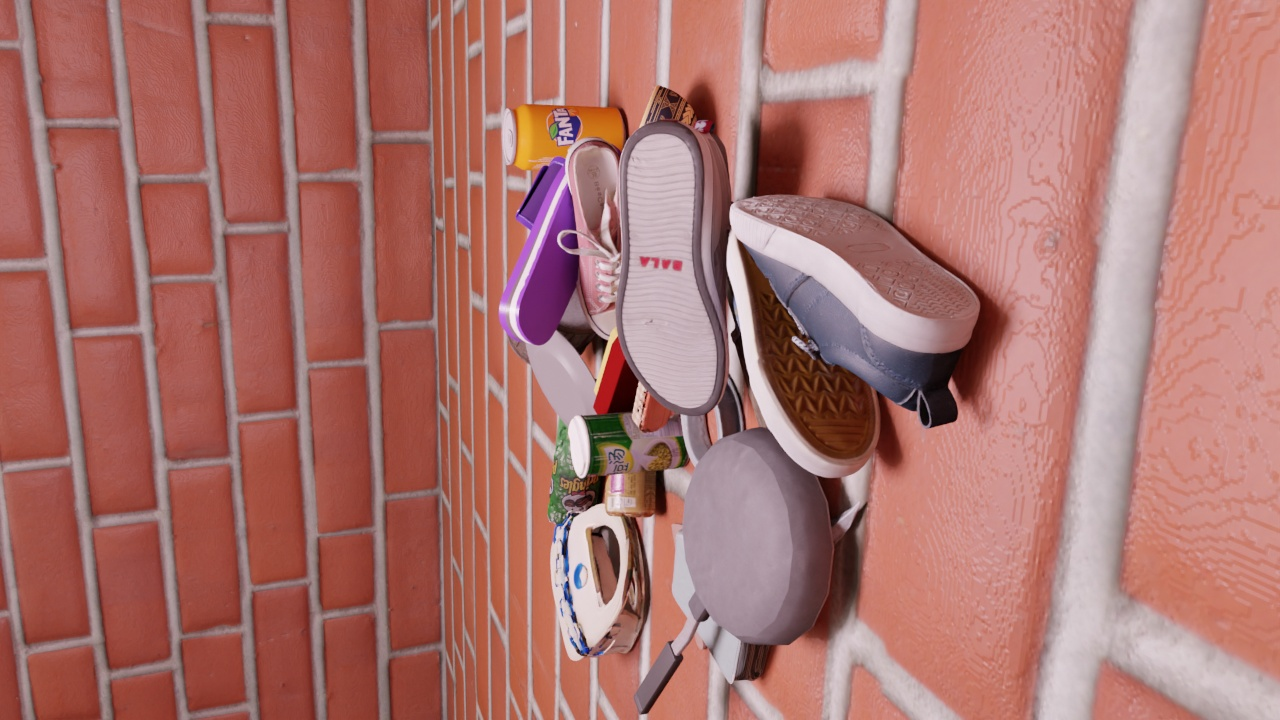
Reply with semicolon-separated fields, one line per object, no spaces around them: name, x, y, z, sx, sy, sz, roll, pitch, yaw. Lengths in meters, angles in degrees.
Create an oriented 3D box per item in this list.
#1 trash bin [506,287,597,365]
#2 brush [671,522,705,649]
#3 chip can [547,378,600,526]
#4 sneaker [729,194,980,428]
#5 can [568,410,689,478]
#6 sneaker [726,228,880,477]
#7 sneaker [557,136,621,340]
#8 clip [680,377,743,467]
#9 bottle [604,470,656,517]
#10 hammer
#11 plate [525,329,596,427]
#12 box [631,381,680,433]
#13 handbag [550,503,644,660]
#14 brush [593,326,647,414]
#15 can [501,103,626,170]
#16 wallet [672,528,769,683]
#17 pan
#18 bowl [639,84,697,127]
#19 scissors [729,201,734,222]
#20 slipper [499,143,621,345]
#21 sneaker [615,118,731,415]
trash bin;-0.102;-0.073;1.208;0.212;0.130;0.130;137;127;-67
brush;0.058;0.241;0.985;0.050;0.015;0.135;164;96;-71
chip can;-0.085;0.132;1.277;0.075;0.075;0.224;-121;33;-53
sneaker;0.135;-0.044;0.623;0.235;0.089;0.087;-127;34;-51
can;-0.013;0.089;0.995;0.067;0.120;0.067;177;90;-70
sneaker;0.109;-0.008;0.703;0.079;0.087;0.235;105;157;-53
sneaker;-0.032;-0.123;1.015;0.087;0.118;0.241;-118;16;-61
clip;0.083;0.077;0.863;0.142;0.029;0.171;108;151;-49
bottle;-0.010;0.101;1.085;0.060;0.059;0.166;153;120;-69
hammer;0.106;0.020;0.794;0.147;0.028;0.316;127;136;-53
plate;-0.096;0.033;1.138;0.178;0.012;0.179;43;150;31
box;0.038;-0.010;0.922;0.043;0.083;0.187;48;137;39
handbag;-0.057;0.285;1.208;0.200;0.092;0.200;118;144;-43
brush;-0.006;0.006;0.996;0.042;0.082;0.174;55;151;23
can;-0.094;-0.274;1.132;0.079;0.142;0.079;176;91;-71
wallet;0.078;0.229;0.870;0.131;0.054;0.100;-123;27;-50
pan;0.055;0.210;0.804;0.178;0.041;0.358;63;141;41
bowl;0.027;-0.208;0.909;0.112;0.061;0.112;-168;98;-88
scissors;0.035;-0.108;0.911;0.194;0.179;0.015;-21;30;43
slipper;-0.110;-0.147;1.072;0.266;0.084;0.107;-67;-31;-19
sneaker;0.043;-0.082;0.800;0.128;0.097;0.263;-45;-45;-57
